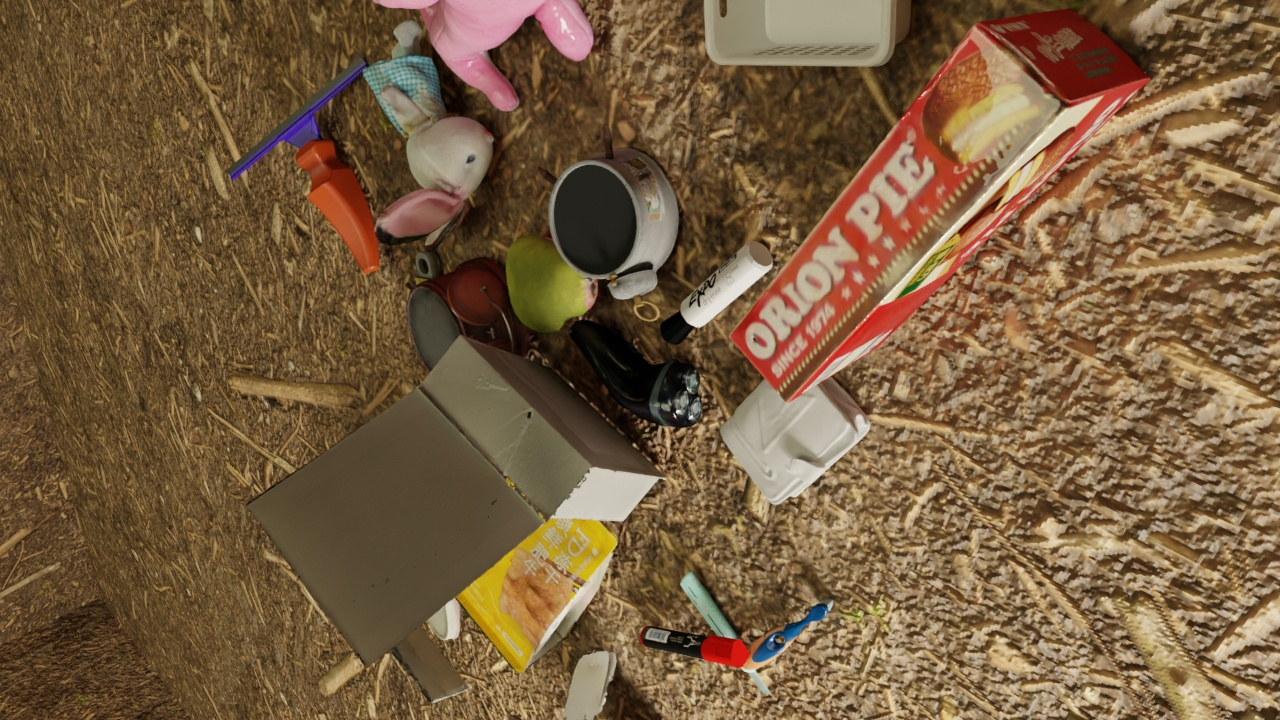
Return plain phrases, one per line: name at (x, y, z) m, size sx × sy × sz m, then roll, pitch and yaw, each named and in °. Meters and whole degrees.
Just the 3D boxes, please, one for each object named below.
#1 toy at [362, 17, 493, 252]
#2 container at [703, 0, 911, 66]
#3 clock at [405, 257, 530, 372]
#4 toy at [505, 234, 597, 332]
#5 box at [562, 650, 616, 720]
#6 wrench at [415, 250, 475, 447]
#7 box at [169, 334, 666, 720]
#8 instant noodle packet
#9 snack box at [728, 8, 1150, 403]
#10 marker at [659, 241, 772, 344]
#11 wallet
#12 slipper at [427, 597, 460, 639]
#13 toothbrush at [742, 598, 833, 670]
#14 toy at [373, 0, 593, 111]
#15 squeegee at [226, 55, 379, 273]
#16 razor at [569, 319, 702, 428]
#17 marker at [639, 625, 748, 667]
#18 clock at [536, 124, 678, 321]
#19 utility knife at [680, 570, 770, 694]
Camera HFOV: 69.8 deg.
toy at (-0.183, -0.207, 0.831) m, size 0.106 × 0.131 × 0.205 m, roll -8°, pitch 89°, yaw 9°
container at (0.102, -0.219, 0.543) m, size 0.129 × 0.049 × 0.081 m, roll 16°, pitch 121°, yaw 40°
clock at (-0.161, -0.033, 0.881) m, size 0.158 × 0.072 × 0.120 m, roll 9°, pitch 116°, yaw 48°
toy at (-0.077, -0.065, 0.798) m, size 0.110 × 0.051 × 0.090 m, roll 12°, pitch 112°, yaw 54°
box at (-0.031, 0.381, 0.975) m, size 0.124 × 0.136 × 0.109 m, roll 26°, pitch 140°, yaw -20°
wrench at (-0.216, 0.011, 1.007) m, size 0.084 × 0.018 × 0.274 m, roll 15°, pitch 120°, yaw 41°
box at (-0.148, 0.100, 0.718) m, size 0.167 × 0.367 × 0.150 m, roll 42°, pitch 136°, yaw 24°
instant noodle packet at (-0.116, 0.195, 0.964) m, size 0.163 × 0.084 × 0.222 m, roll 46°, pitch 130°, yaw 20°
snack box at (0.155, -0.079, 0.513) m, size 0.060 × 0.113 × 0.237 m, roll 51°, pitch 137°, yaw 15°
marker at (0.053, -0.047, 0.698) m, size 0.025 × 0.025 × 0.126 m, roll 57°, pitch 138°, yaw 8°
wallet at (0.110, 0.053, 0.687) m, size 0.086 × 0.032 × 0.116 m, roll 50°, pitch 137°, yaw 19°
slipper at (-0.249, 0.197, 1.102) m, size 0.114 × 0.054 × 0.274 m, roll -22°, pitch 81°, yaw 57°
toothbrush at (0.122, 0.232, 0.774) m, size 0.021 × 0.017 × 0.135 m, roll 52°, pitch 137°, yaw 17°
toy at (-0.132, -0.280, 0.676) m, size 0.186 × 0.127 × 0.266 m, roll 56°, pitch 157°, yaw -6°
squeegee at (-0.332, -0.182, 1.002) m, size 0.250 × 0.055 × 0.185 m, roll -24°, pitch 91°, yaw 31°
razor at (-0.005, 0.004, 0.769) m, size 0.140 × 0.053 × 0.064 m, roll 42°, pitch 98°, yaw 31°
marker at (0.045, 0.263, 0.853) m, size 0.145 × 0.021 × 0.023 m, roll -13°, pitch 85°, yaw 55°
clock at (-0.018, -0.100, 0.720) m, size 0.104 × 0.056 × 0.148 m, roll -21°, pitch 89°, yaw 40°
utility knife at (0.079, 0.247, 0.830) m, size 0.129 × 0.015 × 0.022 m, roll 54°, pitch 137°, yaw 7°
